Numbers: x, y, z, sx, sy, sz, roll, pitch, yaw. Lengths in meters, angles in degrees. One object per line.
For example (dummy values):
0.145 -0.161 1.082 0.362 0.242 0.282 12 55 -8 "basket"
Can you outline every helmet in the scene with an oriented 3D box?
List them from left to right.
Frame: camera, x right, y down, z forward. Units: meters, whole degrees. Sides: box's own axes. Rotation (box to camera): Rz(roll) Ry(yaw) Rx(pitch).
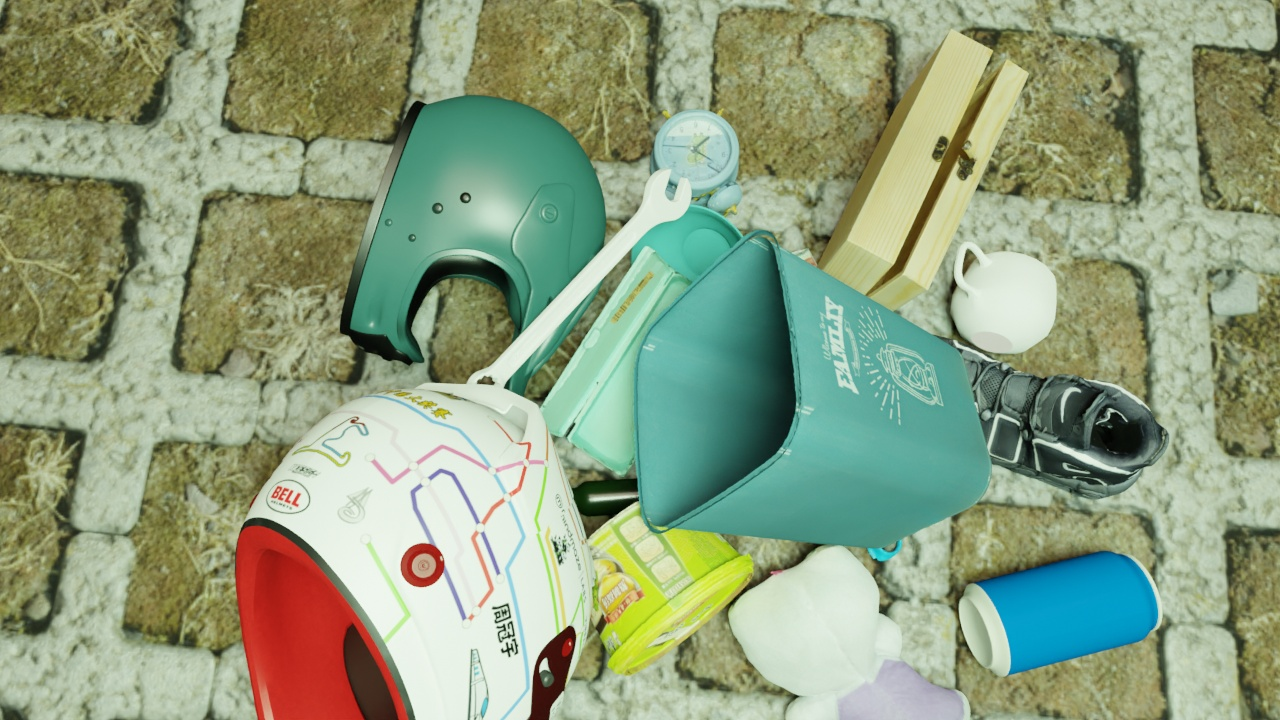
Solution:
-0.148 0.171 0.665 0.231 0.235 0.315 9 108 36 "helmet"
-0.132 -0.088 0.807 0.200 0.176 0.274 19 85 -10 "helmet"

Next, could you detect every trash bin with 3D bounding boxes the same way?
0.137 0.045 0.732 0.218 0.200 0.196 17 53 -28 "trash bin"

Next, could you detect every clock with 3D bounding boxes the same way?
0.054 -0.185 0.894 0.089 0.052 0.124 -1 80 -1 "clock"

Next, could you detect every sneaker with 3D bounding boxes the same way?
0.333 0.041 0.791 0.252 0.151 0.097 24 78 6 "sneaker"

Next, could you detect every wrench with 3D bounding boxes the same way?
-0.047 -0.064 0.761 0.009 0.047 0.272 20 62 46 "wrench"

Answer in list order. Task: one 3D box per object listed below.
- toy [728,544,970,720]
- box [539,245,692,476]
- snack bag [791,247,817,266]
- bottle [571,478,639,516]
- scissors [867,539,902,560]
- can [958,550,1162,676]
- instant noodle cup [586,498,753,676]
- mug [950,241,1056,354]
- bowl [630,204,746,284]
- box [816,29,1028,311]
0.176 0.261 0.773 0.137 0.085 0.209 -40 85 -8 "toy"
-0.005 0.004 0.812 0.078 0.112 0.187 34 90 28 "box"
0.149 -0.040 0.868 0.077 0.036 0.116 -24 78 -7 "snack bag"
-0.040 0.124 0.828 0.123 0.033 0.033 -3 76 -1 "bottle"
0.204 0.116 0.842 0.127 0.014 0.127 10 75 2 "scissors"
0.356 0.215 0.786 0.146 0.079 0.079 -13 77 -4 "can"
0.011 0.180 0.763 0.146 0.146 0.098 -36 69 -9 "instant noodle cup"
0.322 -0.058 0.836 0.124 0.090 0.076 37 66 -29 "mug"
0.056 -0.094 0.862 0.121 0.121 0.046 33 35 7 "bowl"
0.247 -0.157 0.832 0.092 0.128 0.248 28 69 5 "box"
